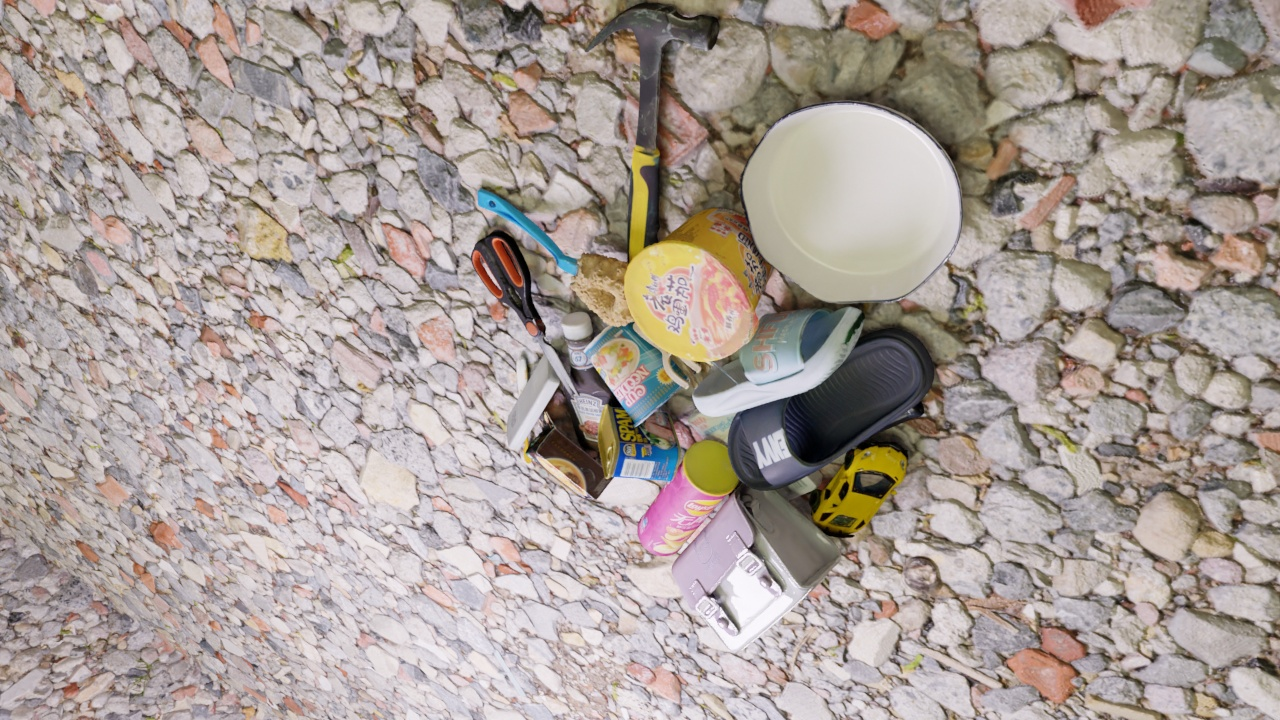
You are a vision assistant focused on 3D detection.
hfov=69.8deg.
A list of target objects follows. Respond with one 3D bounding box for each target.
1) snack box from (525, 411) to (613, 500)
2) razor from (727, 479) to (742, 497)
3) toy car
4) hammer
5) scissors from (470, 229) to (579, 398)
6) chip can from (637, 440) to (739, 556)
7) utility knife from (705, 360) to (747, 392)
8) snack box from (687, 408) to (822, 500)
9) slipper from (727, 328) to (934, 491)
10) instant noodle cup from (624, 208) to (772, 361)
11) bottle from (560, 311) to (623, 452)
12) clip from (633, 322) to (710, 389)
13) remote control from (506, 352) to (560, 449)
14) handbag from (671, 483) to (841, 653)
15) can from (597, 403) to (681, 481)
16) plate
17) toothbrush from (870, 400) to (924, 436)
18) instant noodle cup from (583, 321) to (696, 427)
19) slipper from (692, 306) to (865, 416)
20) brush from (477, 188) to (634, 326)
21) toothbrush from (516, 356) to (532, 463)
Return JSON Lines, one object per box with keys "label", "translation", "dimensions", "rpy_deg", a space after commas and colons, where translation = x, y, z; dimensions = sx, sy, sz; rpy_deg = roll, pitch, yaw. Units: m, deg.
{"label": "snack box", "translation": [-0.103, 0.130, 1.234], "dimensions": [0.125, 0.053, 0.113], "rpy_deg": [39, 166, -7]}
{"label": "razor", "translation": [0.154, 0.227, 1.182], "dimensions": [0.167, 0.062, 0.068], "rpy_deg": [63, 162, -16]}
{"label": "toy car", "translation": [0.248, 0.147, 1.046], "dimensions": [0.071, 0.041, 0.156], "rpy_deg": [16, 133, -10]}
{"label": "hammer", "translation": [0.004, -0.203, 0.946], "dimensions": [0.126, 0.031, 0.324], "rpy_deg": [20, 133, 19]}
{"label": "scissors", "translation": [-0.143, -0.052, 1.143], "dimensions": [0.142, 0.021, 0.235], "rpy_deg": [7, 121, 42]}
{"label": "chip can", "translation": [0.056, 0.180, 1.165], "dimensions": [0.071, 0.071, 0.211], "rpy_deg": [34, 144, 5]}
{"label": "utility knife", "translation": [0.051, -0.019, 0.992], "dimensions": [0.031, 0.022, 0.210], "rpy_deg": [36, -170, -45]}
{"label": "snack box", "translation": [0.138, 0.106, 1.108], "dimensions": [0.157, 0.026, 0.085], "rpy_deg": [47, 135, -8]}
{"label": "slipper", "translation": [0.182, 0.058, 0.974], "dimensions": [0.269, 0.083, 0.110], "rpy_deg": [-38, 80, 35]}
{"label": "instant noodle cup", "translation": [0.068, -0.084, 0.943], "dimensions": [0.138, 0.109, 0.138], "rpy_deg": [17, 131, 21]}
{"label": "bottle", "translation": [-0.062, 0.030, 1.163], "dimensions": [0.080, 0.043, 0.195], "rpy_deg": [9, 127, 29]}
{"label": "clip", "translation": [0.036, -0.013, 1.034], "dimensions": [0.100, 0.071, 0.035], "rpy_deg": [53, 123, 30]}
{"label": "remote control", "translation": [-0.141, 0.054, 1.211], "dimensions": [0.021, 0.058, 0.150], "rpy_deg": [15, 132, -23]}
{"label": "handbag", "translation": [0.129, 0.251, 1.116], "dimensions": [0.145, 0.098, 0.198], "rpy_deg": [49, 138, 18]}
{"label": "can", "translation": [-0.003, 0.101, 1.117], "dimensions": [0.083, 0.102, 0.057], "rpy_deg": [6, 119, -14]}
{"label": "plate", "translation": [0.197, -0.149, 0.856], "dimensions": [0.205, 0.045, 0.205], "rpy_deg": [18, 131, 21]}
{"label": "toothbrush", "translation": [0.216, 0.088, 1.025], "dimensions": [0.213, 0.026, 0.027], "rpy_deg": [-29, 99, 36]}
{"label": "instant noodle cup", "translation": [-0.006, 0.006, 1.080], "dimensions": [0.110, 0.099, 0.099], "rpy_deg": [47, 135, 1]}
{"label": "slipper", "translation": [0.136, -0.008, 0.971], "dimensions": [0.074, 0.103, 0.246], "rpy_deg": [51, 140, -10]}
{"label": "brush", "translation": [-0.095, -0.126, 1.048], "dimensions": [0.255, 0.045, 0.083], "rpy_deg": [37, 146, 21]}
{"label": "toothbrush", "translation": [-0.159, 0.070, 1.278], "dimensions": [0.016, 0.018, 0.192], "rpy_deg": [16, 129, 19]}
